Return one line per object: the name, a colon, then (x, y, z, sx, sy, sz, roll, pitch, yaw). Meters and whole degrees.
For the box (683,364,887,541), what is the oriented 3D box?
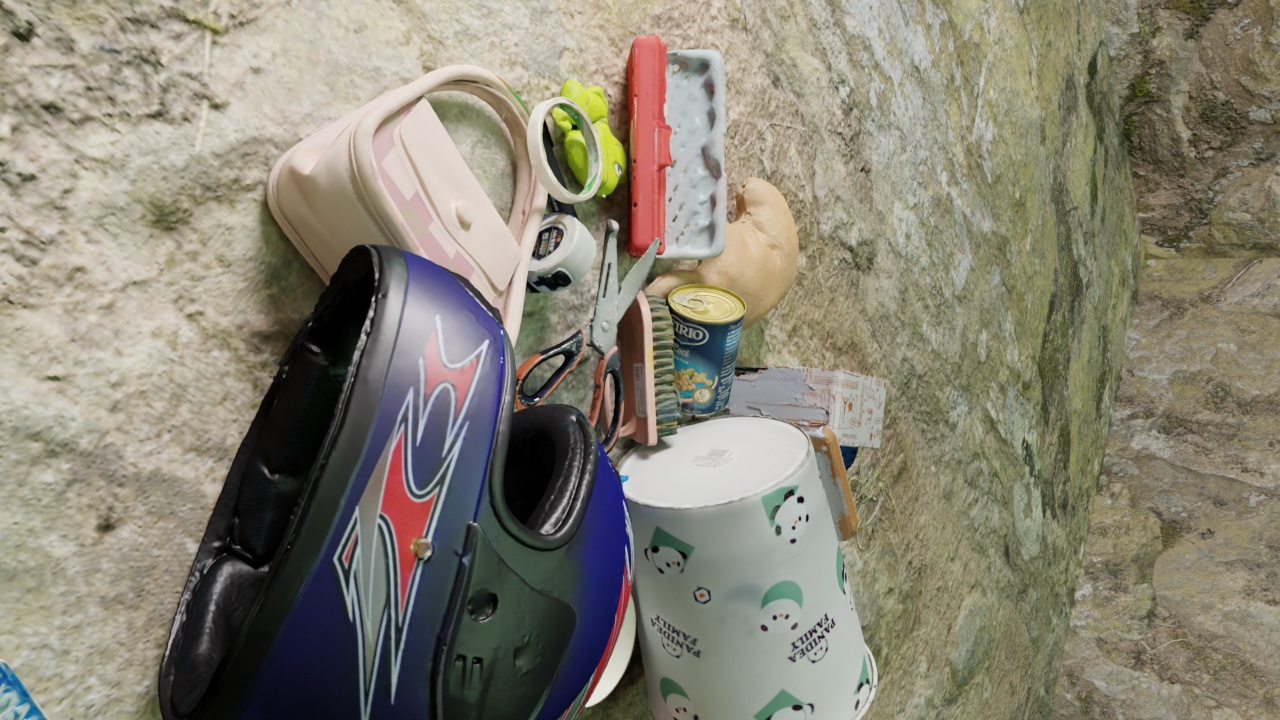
box: (0.150, 0.099, 0.970, 0.154, 0.183, 0.185, 7, 88, -52)

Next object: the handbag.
handbag: (-0.138, -0.121, 0.679, 0.193, 0.094, 0.233, 62, 37, -34)

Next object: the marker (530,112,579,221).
marker: (-0.073, -0.150, 0.795, 0.022, 0.020, 0.132, -40, 123, -36)

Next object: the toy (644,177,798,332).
toy: (0.094, -0.092, 0.973, 0.225, 0.083, 0.143, -45, 120, -34)

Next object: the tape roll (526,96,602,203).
tape roll: (-0.061, -0.173, 0.757, 0.085, 0.014, 0.085, 16, 71, -54)

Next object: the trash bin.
trash bin: (0.090, 0.202, 0.866, 0.228, 0.230, 0.252, -34, 118, -45)

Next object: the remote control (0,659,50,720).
remote control: (-0.335, 0.216, 0.489, 0.048, 0.024, 0.125, -41, 123, -42)

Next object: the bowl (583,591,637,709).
bowl: (-0.063, 0.238, 0.804, 0.116, 0.066, 0.116, -7, 99, -52)

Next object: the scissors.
scissors: (-0.042, -0.008, 0.805, 0.225, 0.015, 0.189, -37, 121, -22)

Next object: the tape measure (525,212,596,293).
tape measure: (-0.071, -0.089, 0.765, 0.033, 0.066, 0.065, 44, 60, -46)

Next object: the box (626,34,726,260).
box: (0.038, -0.196, 0.864, 0.095, 0.101, 0.201, -143, -127, -83)

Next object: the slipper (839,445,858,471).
slipper: (0.201, 0.142, 1.113, 0.252, 0.095, 0.105, -35, 122, -41)

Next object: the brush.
brush: (-0.005, 0.005, 0.866, 0.073, 0.063, 0.145, -5, 97, -21)

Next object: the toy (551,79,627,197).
toy: (-0.045, -0.195, 0.818, 0.096, 0.031, 0.100, -4, 92, -52)

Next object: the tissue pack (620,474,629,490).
tissue pack: (-0.086, 0.133, 0.744, 0.156, 0.095, 0.052, -42, 123, -39)

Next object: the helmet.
helmet: (-0.122, 0.115, 0.562, 0.240, 0.248, 0.315, 24, 84, -32)

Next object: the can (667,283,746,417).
can: (0.059, -0.009, 0.905, 0.075, 0.075, 0.111, -33, 139, -45)
